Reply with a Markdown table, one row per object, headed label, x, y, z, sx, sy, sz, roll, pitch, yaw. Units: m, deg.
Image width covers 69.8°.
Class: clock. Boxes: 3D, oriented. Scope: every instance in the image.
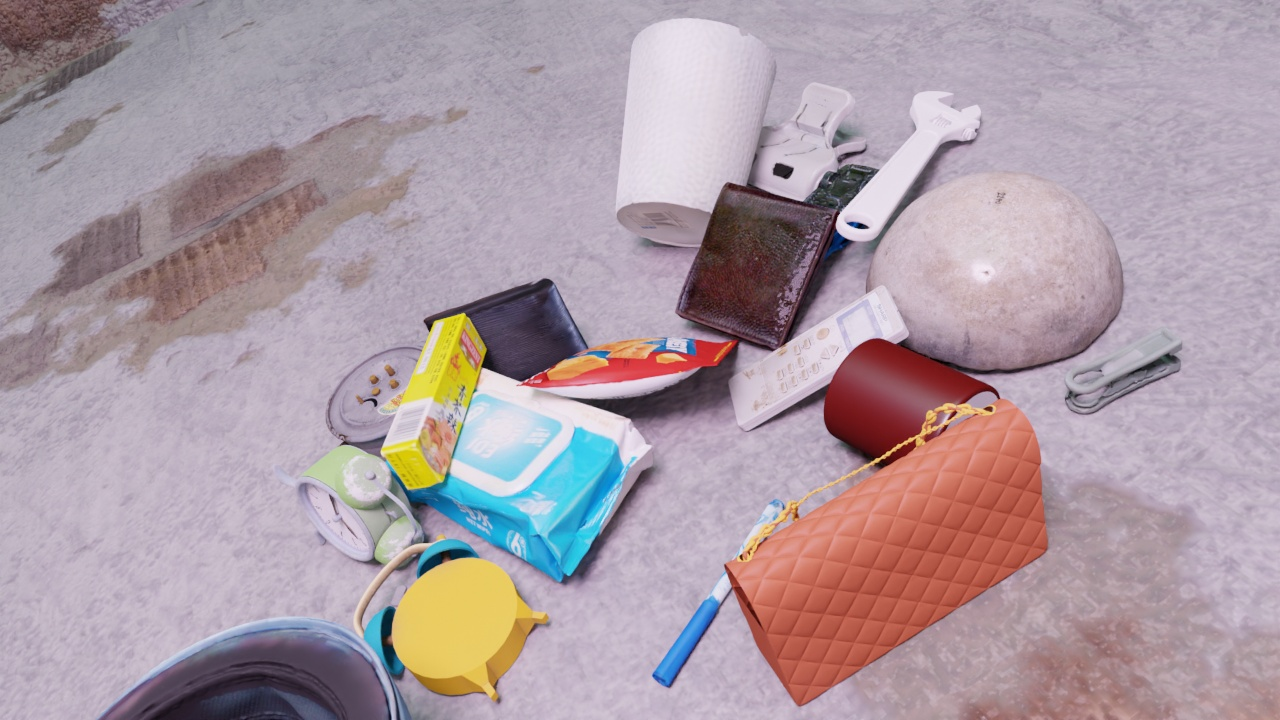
| label | x | y | z | sx | sy | sz | roll | pitch | yaw |
| --- | --- | --- | --- | --- | --- | --- | --- | --- | --- |
| clock | -0.129 | 0.169 | 0.606 | 0.130 | 0.044 | 0.098 | 17 | 54 | 29 |
| clock | -0.204 | 0.027 | 0.782 | 0.104 | 0.056 | 0.147 | 10 | 52 | 32 |
| clock | -0.206 | 0.105 | 0.673 | 0.119 | 0.094 | 0.042 | 7 | 39 | 38 |

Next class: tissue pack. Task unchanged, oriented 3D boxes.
| label | x | y | z | sx | sy | sz | roll | pitch | yaw |
| --- | --- | --- | --- | --- | --- | --- | --- | --- | --- |
| tissue pack | -0.097 | 0.074 | 0.676 | 0.210 | 0.066 | 0.116 | 16 | 53 | 39 |

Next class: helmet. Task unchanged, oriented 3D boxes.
| label | x | y | z | sx | sy | sz | roll | pitch | yaw |
| --- | --- | --- | --- | --- | --- | --- | --- | --- | --- |
| helmet | -0.206 | 0.262 | 0.442 | 0.226 | 0.167 | 0.264 | 13 | 54 | 32 |

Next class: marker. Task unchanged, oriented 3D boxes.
| label | x | y | z | sx | sy | sz | roll | pitch | yaw |
| --- | --- | --- | --- | --- | --- | --- | --- | --- | --- |
| marker | 0.051 | 0.141 | 0.573 | 0.013 | 0.013 | 0.141 | 17 | 55 | 37 |

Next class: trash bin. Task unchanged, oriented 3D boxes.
| label | x | y | z | sx | sy | sz | roll | pitch | yaw |
| --- | --- | --- | --- | --- | --- | --- | --- | --- | --- |
| trash bin | 0.043 | -0.195 | 0.817 | 0.133 | 0.133 | 0.161 | 4 | 77 | 28 |

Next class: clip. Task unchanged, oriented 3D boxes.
| label | x | y | z | sx | sy | sz | roll | pitch | yaw |
| --- | --- | --- | --- | --- | --- | --- | --- | --- | --- |
| clip | 0.307 | 0.007 | 0.586 | 0.076 | 0.045 | 0.023 | -26 | 39 | 0 |
| clip | 0.142 | -0.189 | 0.854 | 0.144 | 0.075 | 0.125 | -45 | 47 | -9 |

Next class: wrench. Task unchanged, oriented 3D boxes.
| label | x | y | z | sx | sy | sz | roll | pitch | yaw |
| --- | --- | --- | --- | --- | --- | --- | --- | --- | --- |
| wrench | 0.227 | -0.168 | 0.774 | 0.066 | 0.018 | 0.272 | 24 | 46 | 21 |

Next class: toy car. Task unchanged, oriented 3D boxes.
| label | x | y | z | sx | sy | sz | roll | pitch | yaw |
| --- | --- | --- | --- | --- | --- | --- | --- | --- | --- |
| toy car | 0.162 | -0.120 | 0.777 | 0.120 | 0.044 | 0.056 | -42 | 44 | -24 |

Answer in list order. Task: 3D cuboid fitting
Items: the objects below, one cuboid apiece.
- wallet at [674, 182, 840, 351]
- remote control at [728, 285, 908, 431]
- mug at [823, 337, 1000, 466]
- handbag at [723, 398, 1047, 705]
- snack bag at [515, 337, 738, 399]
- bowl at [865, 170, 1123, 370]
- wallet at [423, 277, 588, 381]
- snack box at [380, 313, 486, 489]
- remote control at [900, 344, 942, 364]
| label | x | y | z | sx | sy | sz | roll | pitch | yaw |
| --- | --- | --- | --- | --- | --- | --- | --- | --- | --- |
| wallet | 0.092 | -0.076 | 0.732 | 0.099 | 0.031 | 0.120 | 21 | 87 | 27 |
| remote control | 0.123 | -0.001 | 0.656 | 0.136 | 0.011 | 0.050 | -33 | 37 | 22 |
| mug | 0.185 | 0.031 | 0.594 | 0.105 | 0.073 | 0.082 | -14 | 31 | -37 |
| handbag | 0.133 | 0.098 | 0.506 | 0.171 | 0.109 | 0.060 | -29 | 41 | -7 |
| snack bag | -0.004 | 0.004 | 0.691 | 0.144 | 0.039 | 0.130 | -6 | 7 | 13 |
| bowl | 0.251 | -0.081 | 0.656 | 0.178 | 0.081 | 0.178 | -9 | 46 | 9 |
| wallet | -0.110 | -0.018 | 0.760 | 0.115 | 0.089 | 0.026 | -19 | 47 | 7 |
| snack box | -0.148 | 0.026 | 0.674 | 0.029 | 0.040 | 0.147 | -13 | 38 | 17 |
| remote control | 0.217 | -0.040 | 0.692 | 0.030 | 0.009 | 0.139 | 0 | 46 | 25 |
